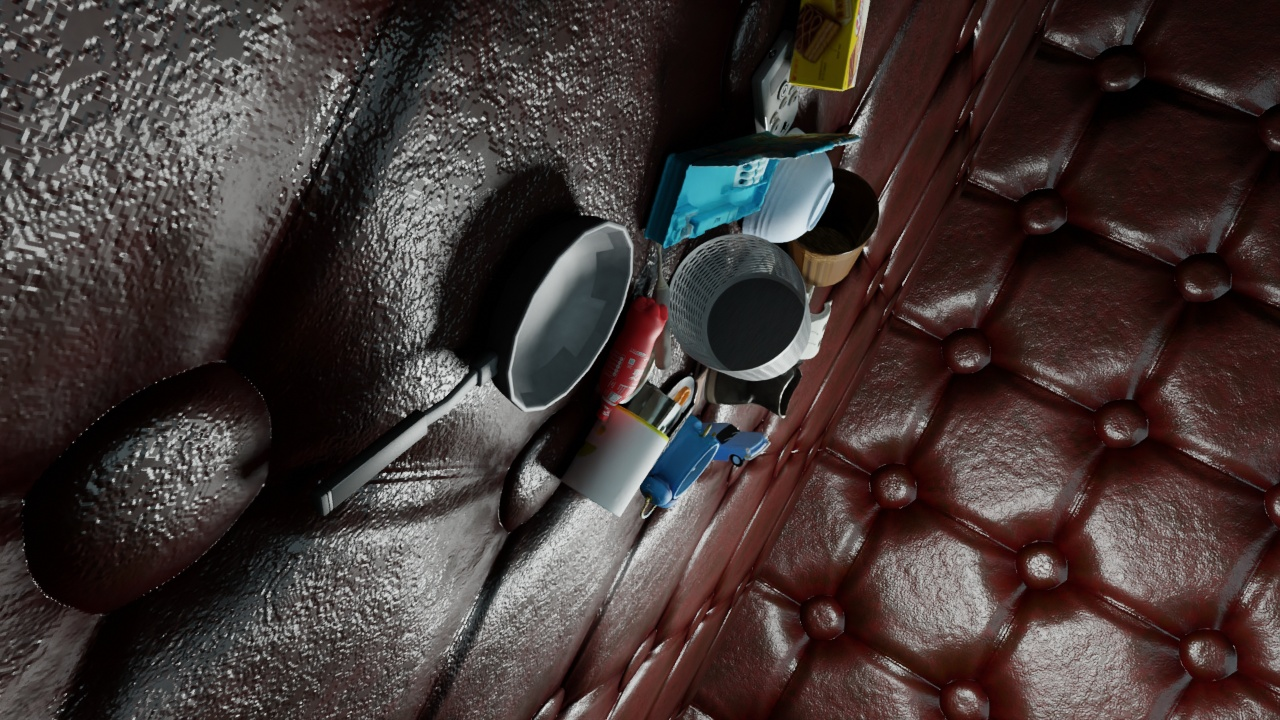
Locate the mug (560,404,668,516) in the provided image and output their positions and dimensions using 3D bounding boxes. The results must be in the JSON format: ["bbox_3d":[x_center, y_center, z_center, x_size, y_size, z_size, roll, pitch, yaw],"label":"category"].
[{"bbox_3d":[-0.029,0.112,1.044,0.106,0.082,0.082,-58,161,-8],"label":"mug"}]

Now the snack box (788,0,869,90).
[{"bbox_3d":[0.205,-0.351,0.992,0.083,0.061,0.106,-42,141,-61],"label":"snack box"}]

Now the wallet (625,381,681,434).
[{"bbox_3d":[-0.004,0.095,1.142,0.131,0.054,0.100,-56,160,-1],"label":"wallet"}]

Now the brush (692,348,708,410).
[{"bbox_3d":[0.093,0.025,1.335,0.049,0.015,0.136,-45,155,-41],"label":"brush"}]

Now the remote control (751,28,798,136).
[{"bbox_3d":[0.156,-0.298,1.041,0.074,0.019,0.151,-57,161,-12],"label":"remote control"}]

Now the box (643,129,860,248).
[{"bbox_3d":[0.108,-0.201,0.951,0.172,0.084,0.226,-33,178,38],"label":"box"}]

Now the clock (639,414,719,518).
[{"bbox_3d":[0.046,0.151,1.279,0.161,0.060,0.117,-53,166,-1],"label":"clock"}]

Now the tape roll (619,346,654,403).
[{"bbox_3d":[-0.006,0.006,1.060,0.092,0.013,0.093,-51,159,-28],"label":"tape roll"}]

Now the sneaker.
[{"bbox_3d":[0.175,-0.041,1.279,0.095,0.120,0.234,13,92,-71],"label":"sneaker"}]

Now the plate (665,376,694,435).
[{"bbox_3d":[0.034,0.080,1.269,0.134,0.011,0.135,-50,158,-29],"label":"plate"}]

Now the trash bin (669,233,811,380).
[{"bbox_3d":[0.129,-0.054,1.112,0.156,0.156,0.183,-62,164,1],"label":"trash bin"}]

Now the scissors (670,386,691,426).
[{"bbox_3d":[0.032,0.088,1.236,0.128,0.013,0.065,-50,158,-32],"label":"scissors"}]

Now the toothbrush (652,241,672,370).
[{"bbox_3d":[0.022,-0.061,1.004,0.024,0.022,0.186,-87,175,-45],"label":"toothbrush"}]

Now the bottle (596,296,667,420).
[{"bbox_3d":[-0.014,0.000,0.987,0.142,0.042,0.041,-66,161,12],"label":"bottle"}]

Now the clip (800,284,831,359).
[{"bbox_3d":[0.258,-0.041,1.455,0.127,0.104,0.151,88,24,-59],"label":"clip"}]

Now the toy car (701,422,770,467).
[{"bbox_3d":[0.121,0.123,1.376,0.056,0.154,0.055,-32,109,-40],"label":"toy car"}]

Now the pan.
[{"bbox_3d":[-0.120,0.001,0.720,0.356,0.041,0.179,-43,154,-42],"label":"pan"}]

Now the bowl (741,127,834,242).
[{"bbox_3d":[0.198,-0.211,1.168,0.150,0.075,0.151,-55,164,-24],"label":"bowl"}]

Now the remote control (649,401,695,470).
[{"bbox_3d":[0.026,0.109,1.150,0.139,0.009,0.030,-52,171,-22],"label":"remote control"}]

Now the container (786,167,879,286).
[{"bbox_3d":[0.271,-0.184,1.346,0.132,0.132,0.167,-58,166,-10],"label":"container"}]
